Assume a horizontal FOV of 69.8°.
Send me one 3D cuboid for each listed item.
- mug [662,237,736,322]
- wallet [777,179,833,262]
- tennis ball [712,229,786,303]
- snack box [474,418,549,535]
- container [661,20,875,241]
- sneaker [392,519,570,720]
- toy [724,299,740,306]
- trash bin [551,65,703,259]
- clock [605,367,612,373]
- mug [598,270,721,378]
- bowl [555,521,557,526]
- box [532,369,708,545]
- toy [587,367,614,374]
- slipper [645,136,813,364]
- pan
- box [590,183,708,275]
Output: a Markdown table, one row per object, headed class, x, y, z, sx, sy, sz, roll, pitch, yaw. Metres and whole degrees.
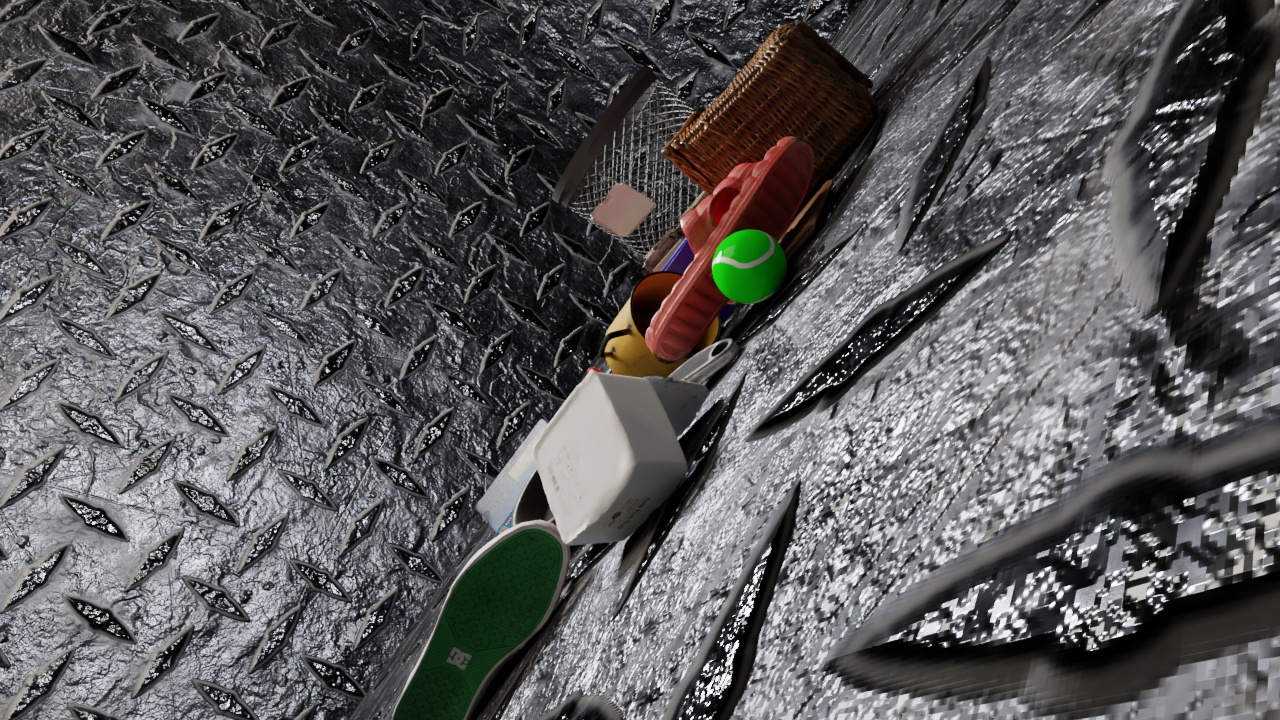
| class | x | y | z | sx | sy | sz | roll | pitch | yaw |
| --- | --- | --- | --- | --- | --- | --- | --- | --- | --- |
| mug | 0.080 | -0.104 | 1.009 | 0.111 | 0.083 | 0.079 | -54 | 5 | 7 |
| wallet | 0.149 | -0.123 | 0.884 | 0.088 | 0.013 | 0.120 | -51 | 4 | 36 |
| tennis ball | 0.096 | -0.082 | 0.808 | 0.065 | 0.065 | 0.065 | -54 | 5 | 6 |
| snack box | -0.147 | 0.151 | 1.180 | 0.150 | 0.027 | 0.082 | -54 | 34 | -5 |
| container | 0.157 | -0.273 | 1.041 | 0.184 | 0.162 | 0.249 | -48 | 8 | 25 |
| sneaker | -0.138 | 0.231 | 0.808 | 0.235 | 0.084 | 0.079 | -57 | 4 | 10 |
| toy | 0.113 | -0.101 | 0.940 | 0.111 | 0.030 | 0.049 | -64 | 17 | -10 |
| trash bin | 0.035 | -0.241 | 1.256 | 0.218 | 0.227 | 0.217 | -53 | 5 | 6 |
| clock | -0.026 | 0.037 | 1.234 | 0.161 | 0.060 | 0.117 | -55 | 3 | -33 |
| mug | 0.010 | -0.025 | 0.963 | 0.123 | 0.100 | 0.094 | -14 | -20 | -29 |
| bowl | -0.032 | 0.117 | 0.813 | 0.114 | 0.026 | 0.101 | -36 | 35 | 40 |
| box | 0.002 | 0.069 | 0.713 | 0.109 | 0.136 | 0.120 | -50 | 48 | 33 |
| toy | -0.007 | 0.006 | 1.090 | 0.132 | 0.088 | 0.094 | -32 | -10 | -35 |
| slipper | 0.074 | -0.113 | 0.873 | 0.249 | 0.059 | 0.103 | -55 | -28 | 4 |
| pan | -0.016 | 0.074 | 0.906 | 0.358 | 0.055 | 0.186 | -33 | 22 | 42 |
| box | 0.049 | -0.168 | 1.142 | 0.144 | 0.186 | 0.070 | -46 | 6 | 13 |
